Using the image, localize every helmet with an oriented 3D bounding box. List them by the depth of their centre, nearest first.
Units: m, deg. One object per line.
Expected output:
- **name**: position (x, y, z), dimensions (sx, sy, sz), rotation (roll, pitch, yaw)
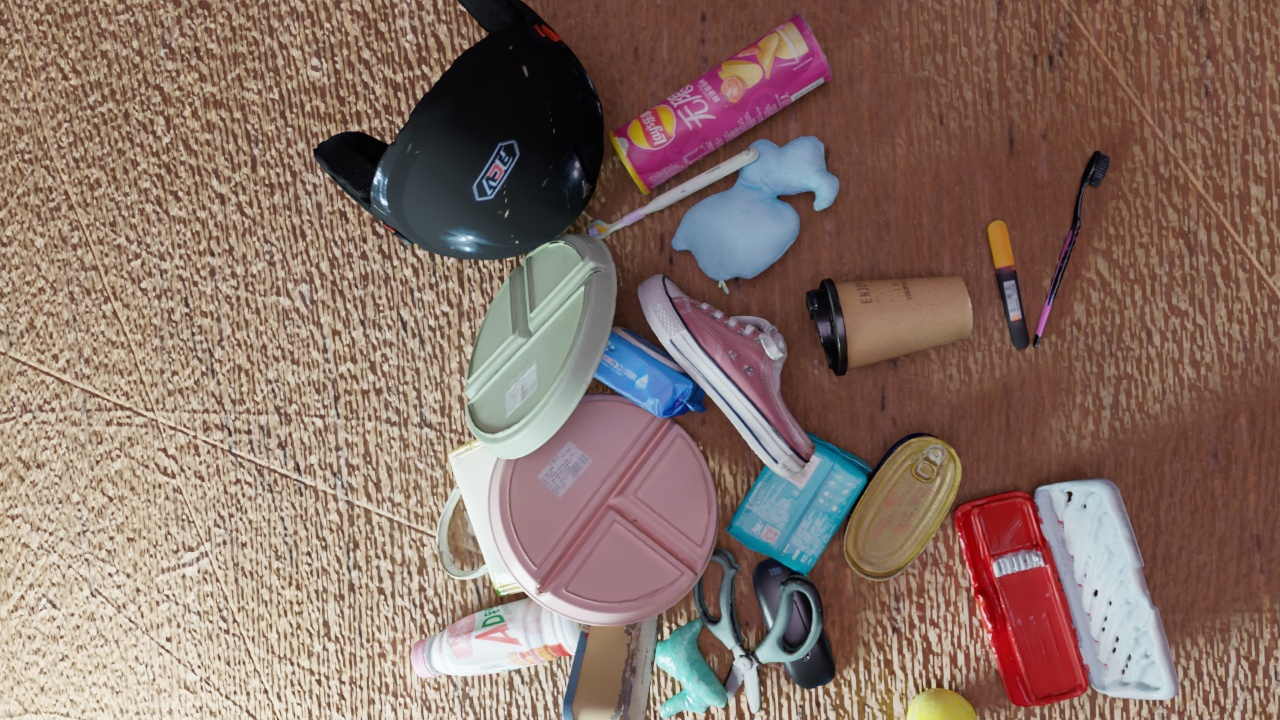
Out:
- **helmet**: position (-0.143, -0.202, 0.835), dimensions (0.230, 0.274, 0.234), rotation (35, 105, -18)

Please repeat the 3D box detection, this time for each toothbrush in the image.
- **toothbrush**: position (0.400, -0.102, 0.854), dimensions (0.018, 0.014, 0.189), rotation (16, 96, -2)
- **toothbrush**: position (0.031, -0.164, 0.907), dimensions (0.190, 0.020, 0.029), rotation (-23, 47, 21)

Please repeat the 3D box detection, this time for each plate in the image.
- **plate**: position (-0.103, -0.019, 0.870), dimensions (0.027, 0.230, 0.230), rotation (24, 98, -32)
- **plate**: position (-0.030, 0.134, 0.876), dimensions (0.229, 0.028, 0.229), rotation (6, 66, -13)

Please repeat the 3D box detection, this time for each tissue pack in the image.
- **tissue pack**: position (0.152, 0.137, 0.892), dimensions (0.093, 0.050, 0.133), rotation (31, 98, 7)
- **tissue pack**: position (-0.005, 0.005, 0.899), dimensions (0.157, 0.095, 0.052), rotation (32, 96, 11)

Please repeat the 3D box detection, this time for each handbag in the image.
- **handbag**: position (-0.145, 0.159, 0.956), dimensions (0.179, 0.063, 0.163), rotation (-21, 87, 26)

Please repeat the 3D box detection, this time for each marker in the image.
- **marker**: position (0.347, -0.071, 0.866), dimensions (0.018, 0.015, 0.124), rotation (-13, 92, 13)

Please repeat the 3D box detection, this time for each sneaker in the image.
- **sneaker**: position (0.092, -0.004, 0.862), dimensions (0.088, 0.118, 0.241), rotation (-43, 66, 11)

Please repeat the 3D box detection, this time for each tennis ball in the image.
- **tennis ball**: position (0.285, 0.343, 0.865), dimensions (0.065, 0.065, 0.065), rotation (0, 92, 11)

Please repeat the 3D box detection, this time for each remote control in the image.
- **remote control**: position (0.152, 0.262, 0.910), dimensions (0.053, 0.024, 0.136), rotation (-23, 87, 11)

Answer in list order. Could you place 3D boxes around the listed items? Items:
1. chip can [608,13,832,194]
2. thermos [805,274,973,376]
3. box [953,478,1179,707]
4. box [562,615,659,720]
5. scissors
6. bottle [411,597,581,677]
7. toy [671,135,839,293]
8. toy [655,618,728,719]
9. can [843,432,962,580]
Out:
- **chip can**: position (0.076, -0.246, 0.885), dimensions (0.211, 0.071, 0.071), rotation (-30, 86, 10)
- **thermos**: position (0.229, -0.039, 0.856), dimensions (0.143, 0.093, 0.093), rotation (-9, 90, 4)
- **box**: position (0.386, 0.214, 0.843), dimensions (0.160, 0.063, 0.201), rotation (-17, 88, 31)
- **box**: position (-0.025, 0.292, 0.863), dimensions (0.063, 0.183, 0.090), rotation (-1, 122, 13)
- **scissors**: position (0.122, 0.268, 0.899), dimensions (0.172, 0.019, 0.176), rotation (-10, 92, 32)
- **bottle**: position (-0.144, 0.288, 0.952), dimensions (0.197, 0.068, 0.068), rotation (-18, 88, 16)
- **toy**: position (0.109, -0.142, 0.890), dimensions (0.162, 0.049, 0.156), rotation (3, 78, 23)
- **toy**: position (0.047, 0.321, 0.931), dimensions (0.097, 0.030, 0.092), rotation (-38, 82, 16)
- **can**: position (0.247, 0.138, 0.874), dimensions (0.074, 0.049, 0.148), rotation (30, 97, 9)
